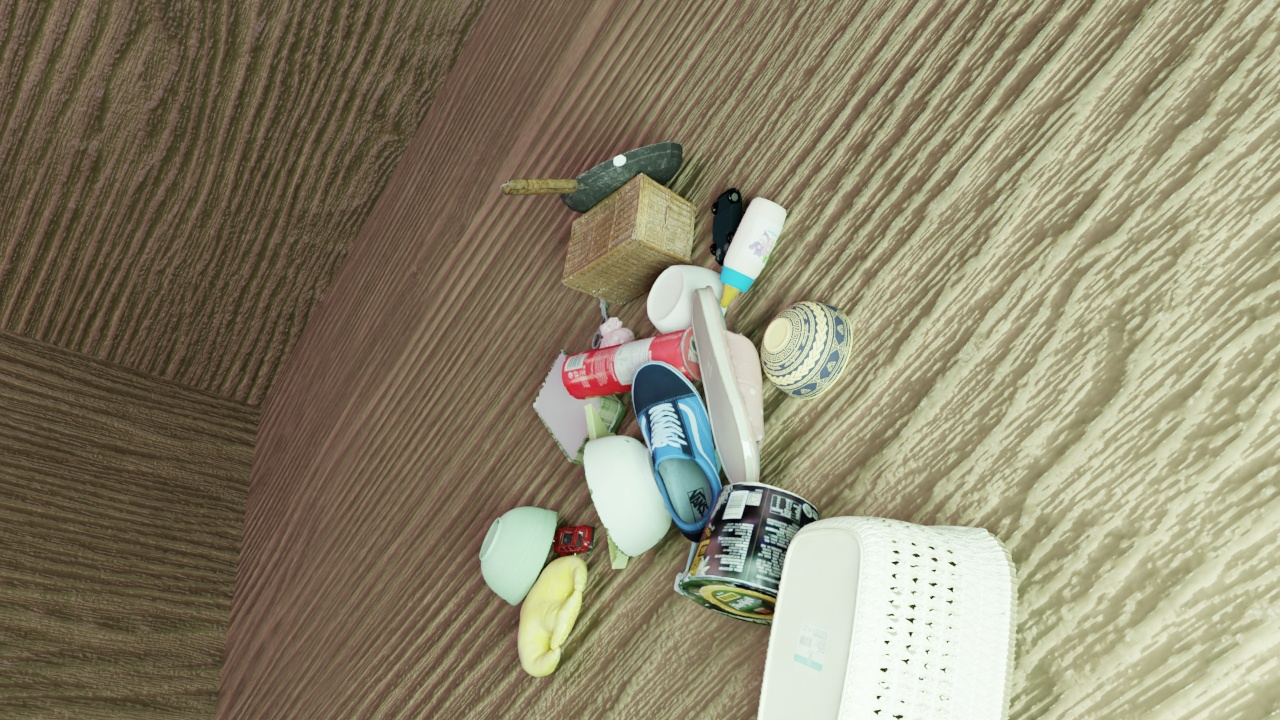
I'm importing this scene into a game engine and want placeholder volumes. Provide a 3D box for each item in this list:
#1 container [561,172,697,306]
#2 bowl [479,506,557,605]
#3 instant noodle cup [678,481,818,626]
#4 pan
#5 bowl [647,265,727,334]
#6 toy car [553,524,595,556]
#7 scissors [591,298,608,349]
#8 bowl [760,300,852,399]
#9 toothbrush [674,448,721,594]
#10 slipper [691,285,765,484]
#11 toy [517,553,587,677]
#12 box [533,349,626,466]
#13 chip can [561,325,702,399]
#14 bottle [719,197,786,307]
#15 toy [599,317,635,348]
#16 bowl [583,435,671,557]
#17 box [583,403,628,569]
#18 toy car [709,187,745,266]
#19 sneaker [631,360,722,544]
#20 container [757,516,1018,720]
[{"bbox_3d":[-0.016,-0.175,1.379,0.199,0.112,0.113,-26,49,49],"label":"container"},{"bbox_3d":[-0.190,0.279,1.363,0.151,0.077,0.150,-56,16,25],"label":"bowl"},{"bbox_3d":[0.119,0.192,0.921,0.138,0.137,0.112,-20,45,52],"label":"instant noodle cup"},{"bbox_3d":[-0.071,-0.258,1.354,0.208,0.355,0.040,-24,87,41],"label":"pan"},{"bbox_3d":[0.059,-0.078,1.244,0.117,0.065,0.116,-36,43,42],"label":"bowl"},{"bbox_3d":[-0.097,0.256,1.308,0.091,0.036,0.042,-24,52,57],"label":"toy car"},{"bbox_3d":[-0.054,-0.081,1.478,0.095,0.014,0.170,-17,60,55],"label":"scissors"},{"bbox_3d":[0.174,-0.019,1.027,0.113,0.061,0.112,-36,42,42],"label":"bowl"},{"bbox_3d":[0.071,0.190,1.100,0.017,0.016,0.180,-4,68,67],"label":"toothbrush"},{"bbox_3d":[0.109,0.029,1.070,0.114,0.054,0.274,99,162,-58],"label":"slipper"},{"bbox_3d":[-0.122,0.345,1.257,0.155,0.064,0.170,-17,50,62],"label":"toy"},{"bbox_3d":[-0.098,0.072,1.415,0.118,0.049,0.205,-64,30,11],"label":"box"},{"bbox_3d":[-0.007,0.007,1.243,0.234,0.073,0.073,-12,60,42],"label":"chip can"},{"bbox_3d":[0.136,-0.134,1.173,0.051,0.051,0.146,32,98,59],"label":"bottle"},{"bbox_3d":[-0.030,-0.010,1.363,0.064,0.047,0.110,-44,49,40],"label":"toy"},{"bbox_3d":[-0.005,0.158,1.132,0.073,0.153,0.153,-25,44,12],"label":"bowl"},{"bbox_3d":[-0.041,0.165,1.221,0.044,0.141,0.187,-13,44,1],"label":"box"},{"bbox_3d":[0.120,-0.181,1.245,0.046,0.034,0.112,-29,49,48],"label":"toy car"},{"bbox_3d":[0.043,0.092,1.073,0.083,0.098,0.241,-21,62,6],"label":"sneaker"},{"bbox_3d":[0.195,0.242,0.744,0.185,0.142,0.245,152,133,-65],"label":"container"}]
